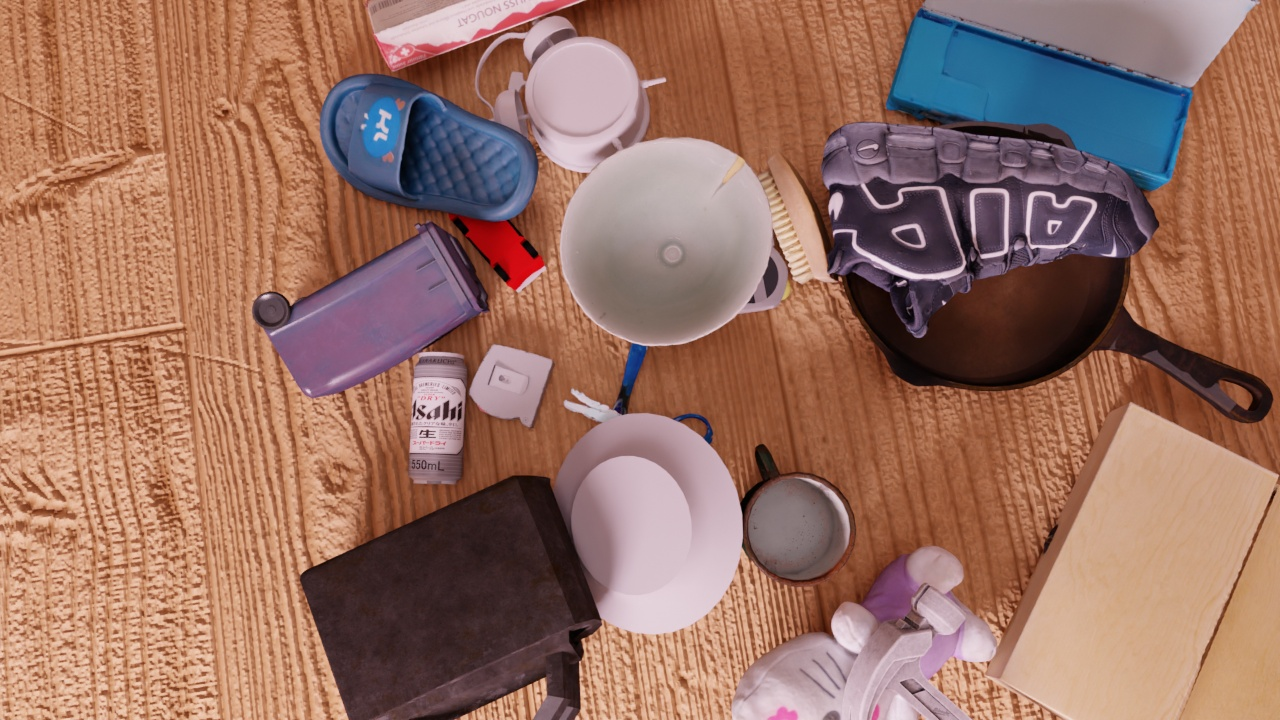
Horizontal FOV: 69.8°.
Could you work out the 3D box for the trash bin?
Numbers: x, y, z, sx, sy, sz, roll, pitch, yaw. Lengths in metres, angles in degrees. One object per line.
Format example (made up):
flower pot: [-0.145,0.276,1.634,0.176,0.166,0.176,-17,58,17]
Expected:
trash bin: [-0.212,-0.044,0.748,0.161,0.094,0.092,-30,93,-2]

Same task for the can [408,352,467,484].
can: [-0.167,0.048,0.759,0.044,0.044,0.106,1,83,1]

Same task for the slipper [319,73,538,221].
slipper: [-0.185,-0.175,0.766,0.214,0.059,0.104,23,99,17]

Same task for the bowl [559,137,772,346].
bowl: [0.025,-0.092,0.760,0.174,0.068,0.174,-2,81,9]

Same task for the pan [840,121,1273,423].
pan: [0.332,-0.050,0.749,0.356,0.043,0.248,32,83,11]

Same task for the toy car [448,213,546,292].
toy car: [-0.123,-0.103,0.787,0.038,0.025,0.089,-41,82,-3]

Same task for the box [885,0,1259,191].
box: [0.352,-0.257,0.779,0.243,0.075,0.167,18,113,3]

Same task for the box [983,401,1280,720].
box: [0.438,0.201,0.722,0.257,0.076,0.246,30,81,-2]

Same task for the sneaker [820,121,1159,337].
sneaker: [0.253,-0.085,0.697,0.253,0.097,0.150,13,86,9]

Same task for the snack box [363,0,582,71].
snack box: [-0.098,-0.325,0.789,0.273,0.044,0.076,-22,47,-3]

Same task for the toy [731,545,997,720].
toy: [0.166,0.233,0.704,0.209,0.085,0.138,-36,117,-11]

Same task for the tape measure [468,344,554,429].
tape measure: [-0.109,0.020,0.773,0.062,0.020,0.060,18,83,3]

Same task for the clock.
clock: [-0.065,-0.228,0.789,0.159,0.061,0.120,23,85,8]

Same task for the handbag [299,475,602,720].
handbag: [-0.126,0.219,0.706,0.197,0.102,0.199,-24,67,-2]

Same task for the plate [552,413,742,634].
plate: [-0.004,0.128,0.718,0.173,0.019,0.172,-2,87,29]

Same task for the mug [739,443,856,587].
mug: [0.114,0.119,0.727,0.085,0.081,0.111,-22,83,-2]

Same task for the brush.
brush: [0.132,-0.117,0.775,0.039,0.049,0.117,-21,84,21]

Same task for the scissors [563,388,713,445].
scissors: [-0.003,0.052,0.762,0.134,0.016,0.073,31,86,-5]

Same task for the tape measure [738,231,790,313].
tape measure: [0.093,-0.074,0.785,0.064,0.017,0.065,-11,83,0]

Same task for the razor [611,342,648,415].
razor: [-0.005,0.005,0.775,0.044,0.018,0.141,16,83,2]

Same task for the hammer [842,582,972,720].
hammer: [0.274,0.306,0.677,0.315,0.036,0.126,42,85,-15]
